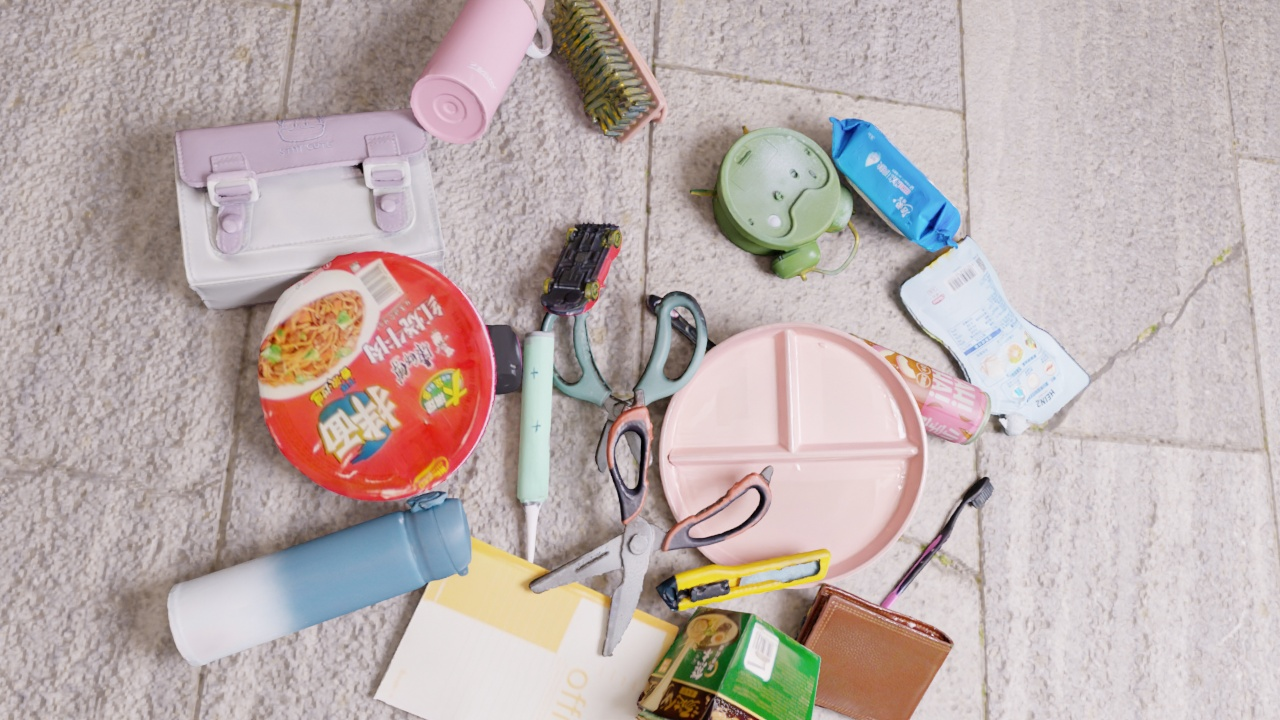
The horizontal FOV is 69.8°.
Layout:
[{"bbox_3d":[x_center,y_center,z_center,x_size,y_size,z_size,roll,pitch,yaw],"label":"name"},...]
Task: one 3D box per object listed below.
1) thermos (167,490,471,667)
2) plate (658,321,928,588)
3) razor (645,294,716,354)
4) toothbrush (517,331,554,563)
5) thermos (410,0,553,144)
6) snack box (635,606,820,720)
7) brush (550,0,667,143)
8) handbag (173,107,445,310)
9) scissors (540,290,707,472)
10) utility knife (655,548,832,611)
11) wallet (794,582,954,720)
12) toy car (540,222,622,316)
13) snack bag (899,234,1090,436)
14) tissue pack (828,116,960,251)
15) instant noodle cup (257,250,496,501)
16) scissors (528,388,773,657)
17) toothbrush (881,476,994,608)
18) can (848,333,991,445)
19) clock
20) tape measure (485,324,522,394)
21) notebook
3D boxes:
[{"bbox_3d":[-0.236,0.162,0.697,0.220,0.070,0.070,-19,82,-9],"label":"thermos"},{"bbox_3d":[0.131,0.081,0.797,0.229,0.028,0.229,0,89,1],"label":"plate"},{"bbox_3d":[0.060,-0.012,0.835,0.142,0.022,0.042,42,71,0],"label":"razor"},{"bbox_3d":[-0.090,0.086,0.775,0.027,0.026,0.224,4,82,-13],"label":"toothbrush"},{"bbox_3d":[-0.128,-0.265,0.799,0.087,0.067,0.198,47,39,-31],"label":"thermos"},{"bbox_3d":[0.076,0.260,0.725,0.118,0.118,0.105,35,66,-21],"label":"snack box"},{"bbox_3d":[-0.030,-0.281,0.858,0.072,0.063,0.145,-21,79,-45],"label":"brush"},{"bbox_3d":[-0.269,-0.131,0.755,0.196,0.099,0.145,-10,75,-15],"label":"handbag"},{"bbox_3d":[-0.002,0.005,0.790,0.179,0.019,0.173,-27,75,5],"label":"scissors"},{"bbox_3d":[0.088,0.180,0.758,0.154,0.015,0.033,-9,101,-13],"label":"utility knife"},{"bbox_3d":[0.191,0.257,0.783,0.124,0.032,0.101,22,102,-5],"label":"wallet"},{"bbox_3d":[-0.051,-0.079,0.805,0.049,0.031,0.106,5,53,22],"label":"toy car"},{"bbox_3d":[0.341,-0.022,0.890,0.110,0.039,0.191,-36,88,-22],"label":"snack bag"},{"bbox_3d":[0.237,-0.164,0.860,0.052,0.094,0.157,-45,69,21],"label":"tissue pack"},{"bbox_3d":[-0.199,0.011,0.727,0.194,0.065,0.194,0,93,9],"label":"instant noodle cup"},{"bbox_3d":[0.012,0.138,0.758,0.189,0.015,0.222,11,86,-9],"label":"scissors"},{"bbox_3d":[0.268,0.178,0.843,0.189,0.014,0.018,-45,102,-16],"label":"toothbrush"},{"bbox_3d":[0.244,0.027,0.847,0.147,0.058,0.057,22,74,-7],"label":"can"},{"bbox_3d":[0.136,-0.144,0.862,0.161,0.056,0.116,39,73,-2],"label":"clock"},{"bbox_3d":[-0.120,0.000,0.774,0.039,0.058,0.057,-4,75,-19],"label":"tape measure"},{"bbox_3d":[-0.089,0.245,0.745,0.206,0.010,0.145,26,80,-6],"label":"notebook"}]
